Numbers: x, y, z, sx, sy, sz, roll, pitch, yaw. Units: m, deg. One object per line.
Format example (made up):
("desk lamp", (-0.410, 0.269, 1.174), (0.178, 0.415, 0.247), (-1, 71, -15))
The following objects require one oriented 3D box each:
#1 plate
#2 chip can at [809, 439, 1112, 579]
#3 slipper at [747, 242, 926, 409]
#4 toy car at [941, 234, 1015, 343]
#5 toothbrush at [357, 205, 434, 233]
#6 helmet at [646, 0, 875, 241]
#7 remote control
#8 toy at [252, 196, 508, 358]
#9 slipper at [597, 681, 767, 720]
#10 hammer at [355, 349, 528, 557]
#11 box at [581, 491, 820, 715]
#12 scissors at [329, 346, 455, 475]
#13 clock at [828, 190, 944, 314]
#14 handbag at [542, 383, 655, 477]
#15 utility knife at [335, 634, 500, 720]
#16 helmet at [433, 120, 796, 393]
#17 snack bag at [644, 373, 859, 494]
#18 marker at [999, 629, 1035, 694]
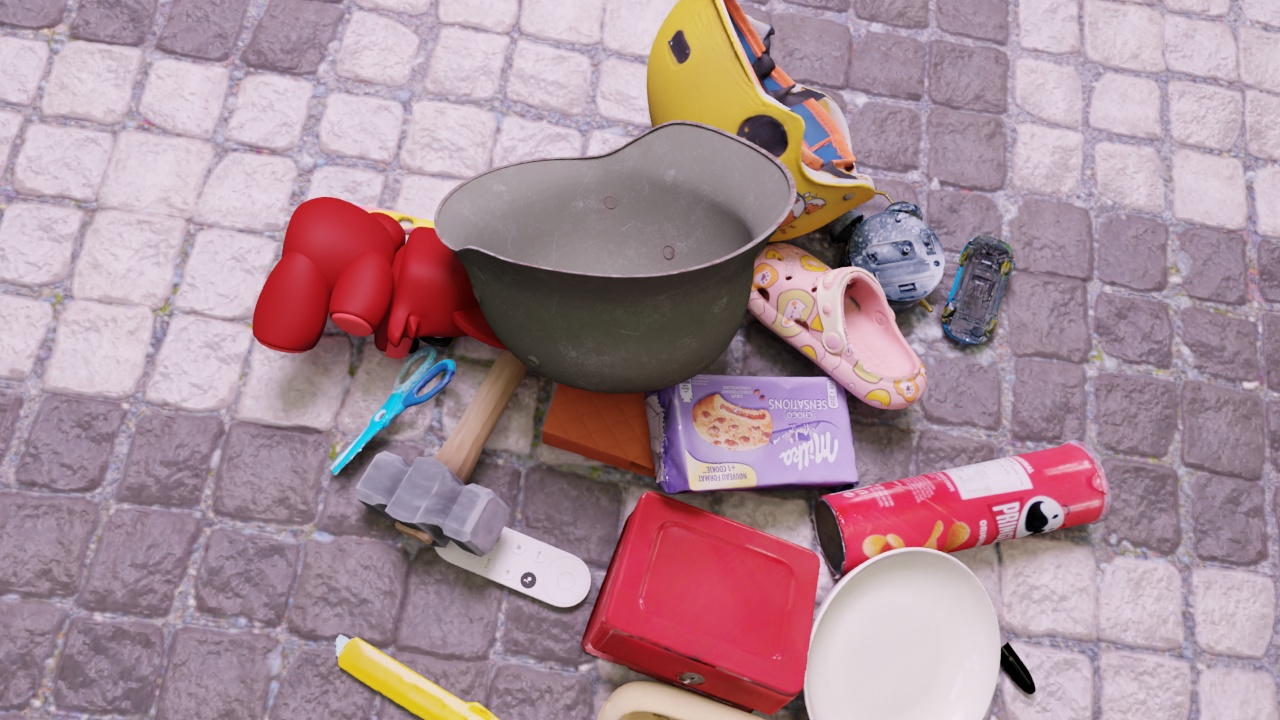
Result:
("plate", (0.201, 0.236, 0.725), (0.182, 0.034, 0.182), (0, 91, -21))
("chip can", (0.265, 0.124, 0.767), (0.233, 0.073, 0.073), (-10, 74, -8))
("slipper", (0.172, -0.045, 0.784), (0.093, 0.082, 0.197), (-26, 61, -39))
("toy car", (0.309, -0.064, 0.848), (0.048, 0.032, 0.105), (19, 78, 0))
("toothbrush", (-0.205, -0.124, 0.831), (0.135, 0.016, 0.021), (8, 74, 0))
("helmet", (0.078, -0.199, 0.785), (0.240, 0.140, 0.208), (40, 28, -28))
("remote control", (-0.106, 0.163, 0.753), (0.136, 0.013, 0.043), (22, 73, 2))
("toy", (-0.202, -0.062, 0.757), (0.197, 0.121, 0.158), (10, 30, -13))
("slipper", (0.084, 0.323, 0.668), (0.261, 0.079, 0.111), (25, 107, 6))
("hammer", (-0.109, 0.004, 0.773), (0.117, 0.051, 0.322), (15, 64, 27))
("box", (0.048, 0.185, 0.706), (0.157, 0.123, 0.136), (19, 68, 1))
("scissors", (-0.205, 0.045, 0.753), (0.140, 0.083, 0.015), (-50, 127, -18))
("clock", (0.224, -0.101, 0.841), (0.090, 0.052, 0.129), (-10, 75, -8))
("handbag", (-0.005, 0.004, 0.784), (0.109, 0.060, 0.171), (18, 72, 0))
("utility knife", (-0.174, 0.258, 0.717), (0.155, 0.017, 0.030), (30, 68, 3))
("helmet", (-0.025, -0.064, 0.677), (0.268, 0.154, 0.226), (22, 44, 28))
("snack bag", (0.095, 0.062, 0.751), (0.205, 0.059, 0.096), (3, 71, -32))
("marker", (0.286, 0.217, 0.767), (0.016, 0.022, 0.138), (-33, 79, -1))
